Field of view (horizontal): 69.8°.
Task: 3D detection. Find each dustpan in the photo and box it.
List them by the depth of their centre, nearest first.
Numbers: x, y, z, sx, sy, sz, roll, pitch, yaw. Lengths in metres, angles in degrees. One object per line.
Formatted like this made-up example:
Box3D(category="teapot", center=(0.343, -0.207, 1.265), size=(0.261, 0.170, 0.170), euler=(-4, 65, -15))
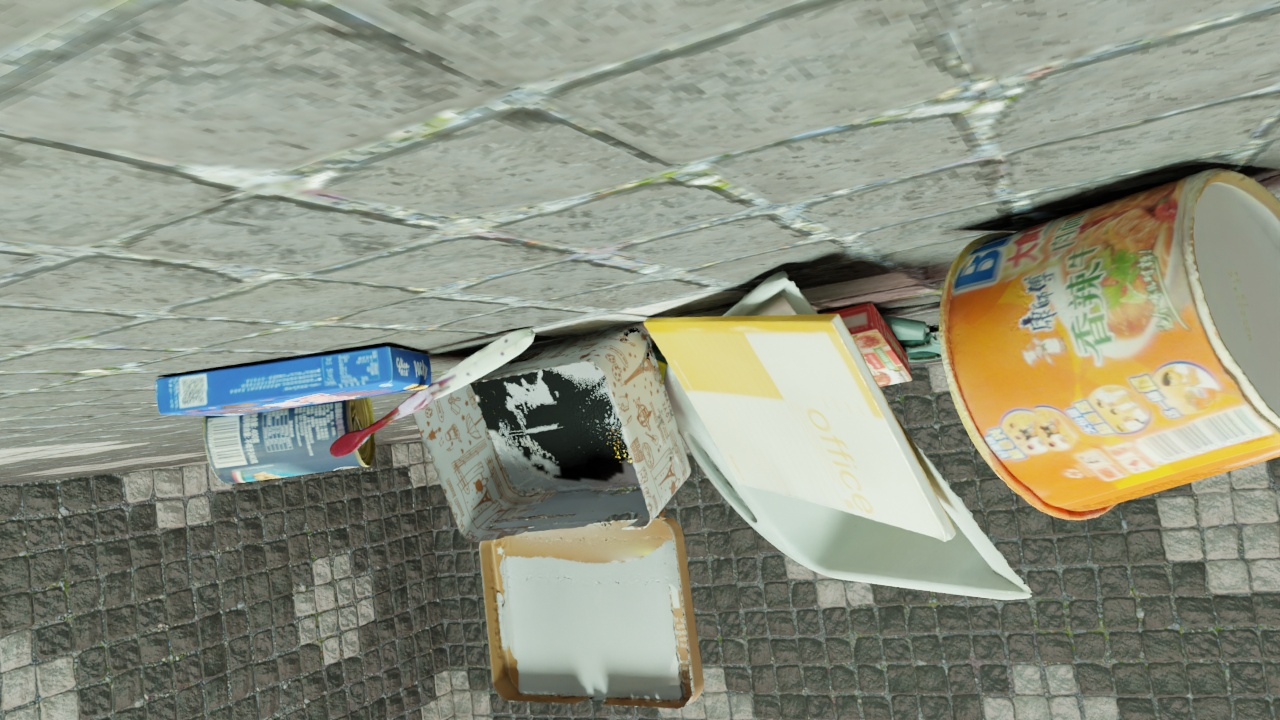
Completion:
Box3D(category="dustpan", center=(0.101, 0.069, 0.618), size=(0.143, 0.222, 0.257), euler=(-38, -179, 9))

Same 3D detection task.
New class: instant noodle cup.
Box3D(category="instant noodle cup", center=(0.231, -0.009, 0.418), size=(0.151, 0.151, 0.112), euler=(-5, 167, -33))

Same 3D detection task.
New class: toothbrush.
Box3D(category="toothbrush", center=(-0.145, 0.024, 0.634), size=(0.188, 0.016, 0.017), euler=(-29, -178, 21))

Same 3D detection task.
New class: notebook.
Box3D(category="notebook", center=(0.086, 0.034, 0.562), size=(0.010, 0.146, 0.207), euler=(-38, -162, -21))

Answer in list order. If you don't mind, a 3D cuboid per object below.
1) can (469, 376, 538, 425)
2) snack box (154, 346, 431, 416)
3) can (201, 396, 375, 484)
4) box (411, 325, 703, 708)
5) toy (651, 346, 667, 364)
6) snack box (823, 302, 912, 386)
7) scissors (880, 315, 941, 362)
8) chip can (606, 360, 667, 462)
Box3D(category="can", center=(-0.096, 0.025, 0.791), size=(0.083, 0.057, 0.102), euler=(-7, 177, -43))
Box3D(category="snack box", center=(-0.231, 0.016, 0.624), size=(0.157, 0.026, 0.084), euler=(-8, 176, 4))
Box3D(category="can", center=(-0.269, 0.052, 0.708), size=(0.111, 0.075, 0.075), euler=(-7, 176, -4))
Box3D(category="box", center=(-0.053, 0.122, 0.680), size=(0.179, 0.261, 0.102), euler=(-11, -165, 30))
Box3D(category="toy", center=(-0.005, 0.005, 0.862), size=(0.092, 0.030, 0.096), euler=(-4, 168, -2))
Box3D(category="snack box", center=(0.184, -0.006, 0.800), size=(0.075, 0.025, 0.153), euler=(-14, 158, 23))
Box3D(category="scissors", center=(0.264, -0.015, 0.829), size=(0.186, 0.019, 0.129), euler=(3, 165, 42))
Box3D(category="chip can", center=(-0.001, 0.058, 0.859), size=(0.072, 0.072, 0.213), euler=(-7, 166, -4))
